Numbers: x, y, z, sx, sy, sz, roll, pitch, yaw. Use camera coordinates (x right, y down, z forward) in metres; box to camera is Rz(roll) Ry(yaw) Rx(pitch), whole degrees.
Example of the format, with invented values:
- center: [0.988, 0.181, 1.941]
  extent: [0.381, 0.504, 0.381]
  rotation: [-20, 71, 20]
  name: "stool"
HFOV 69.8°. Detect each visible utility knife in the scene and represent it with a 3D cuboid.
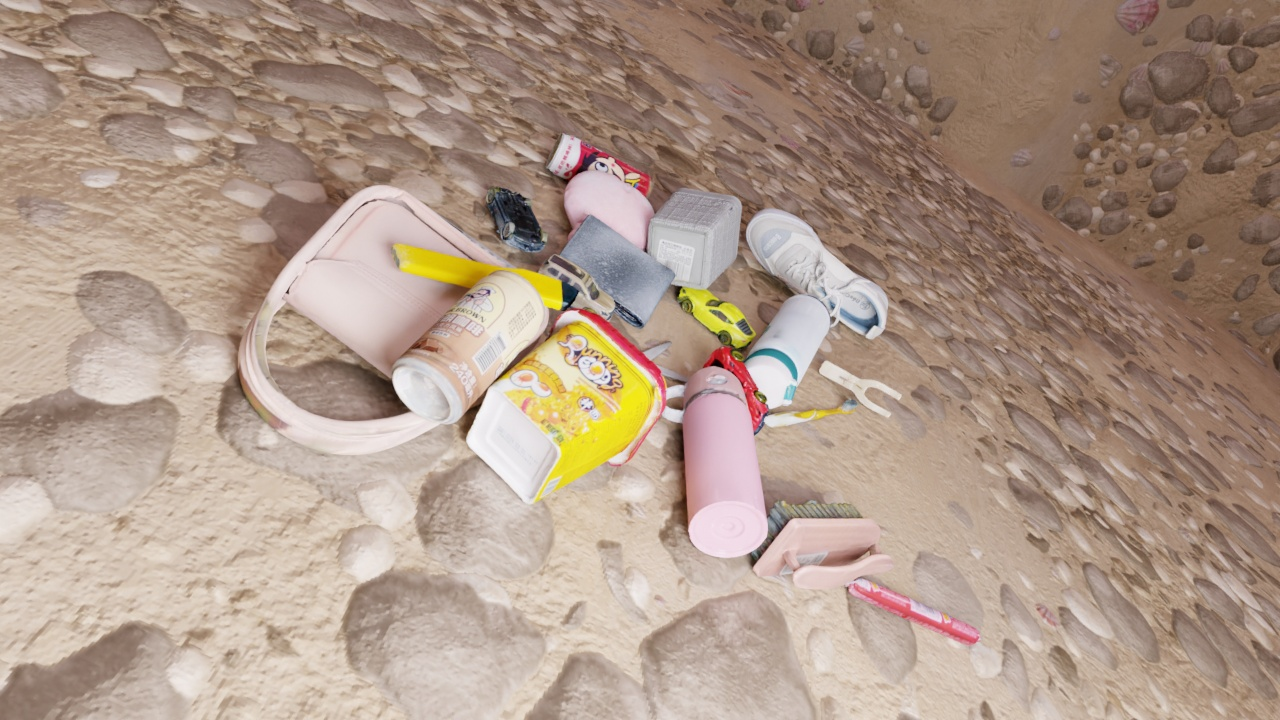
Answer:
- center: [-0.122, -0.065, 0.729]
  extent: [0.153, 0.015, 0.033]
  rotation: [13, 43, -21]
  name: "utility knife"

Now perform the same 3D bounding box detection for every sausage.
- center: [0.250, 0.229, 0.839]
  extent: [0.156, 0.020, 0.020]
  rotation: [26, 31, -14]
  name: "sausage"

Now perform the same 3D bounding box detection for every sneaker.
- center: [0.242, -0.111, 1.261]
  extent: [0.242, 0.090, 0.090]
  rotation: [34, 34, -13]
  name: "sneaker"

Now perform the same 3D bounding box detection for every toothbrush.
- center: [0.195, 0.058, 1.030]
  extent: [0.191, 0.018, 0.016]
  rotation: [-3, 45, -48]
  name: "toothbrush"

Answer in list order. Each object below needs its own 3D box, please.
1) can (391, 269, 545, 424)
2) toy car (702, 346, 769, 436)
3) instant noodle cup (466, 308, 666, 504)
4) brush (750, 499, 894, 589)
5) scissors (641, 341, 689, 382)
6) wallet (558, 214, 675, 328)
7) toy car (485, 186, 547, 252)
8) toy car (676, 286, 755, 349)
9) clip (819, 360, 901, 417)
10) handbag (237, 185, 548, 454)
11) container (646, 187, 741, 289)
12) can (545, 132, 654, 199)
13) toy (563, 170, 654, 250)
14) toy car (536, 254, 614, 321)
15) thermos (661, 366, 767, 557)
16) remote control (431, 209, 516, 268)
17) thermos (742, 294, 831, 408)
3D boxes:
- center: [-0.121, -0.011, 0.656]
  extent: [0.058, 0.059, 0.116]
  rotation: [35, 50, 1]
  name: "can"
- center: [0.095, 0.032, 0.938]
  extent: [0.031, 0.049, 0.106]
  rotation: [9, 38, -35]
  name: "toy car"
- center: [-0.061, 0.040, 0.722]
  extent: [0.116, 0.116, 0.123]
  rotation: [42, 43, 12]
  name: "instant noodle cup"
- center: [0.164, 0.164, 0.804]
  extent: [0.145, 0.063, 0.073]
  rotation: [9, 32, -42]
  name: "brush"
- center: [-0.011, 0.000, 0.917]
  extent: [0.175, 0.012, 0.162]
  rotation: [31, 29, -9]
  name: "scissors"
- center: [-0.027, -0.099, 1.004]
  extent: [0.121, 0.019, 0.097]
  rotation: [36, 46, -6]
  name: "wallet"
- center: [-0.135, -0.149, 0.988]
  extent: [0.048, 0.031, 0.105]
  rotation: [10, 37, -35]
  name: "toy car"
- center: [0.090, -0.055, 1.077]
  extent: [0.105, 0.032, 0.048]
  rotation: [39, 31, 12]
  name: "toy car"
- center: [0.266, 0.033, 1.101]
  extent: [0.104, 0.035, 0.084]
  rotation: [30, 7, -9]
  name: "clip"
- center: [-0.199, -0.019, 0.705]
  extent: [0.193, 0.094, 0.233]
  rotation: [35, 38, 0]
  name: "handbag"
- center: [0.061, -0.144, 1.100]
  extent: [0.090, 0.090, 0.114]
  rotation: [12, 29, 16]
  name: "container"
- center: [-0.052, -0.240, 1.179]
  extent: [0.132, 0.053, 0.053]
  rotation: [24, 32, -17]
  name: "can"
- center: [-0.039, -0.160, 1.079]
  extent: [0.121, 0.054, 0.159]
  rotation: [27, 43, -14]
  name: "toy"
- center: [-0.065, -0.073, 0.946]
  extent: [0.090, 0.035, 0.042]
  rotation: [34, 31, -5]
  name: "toy car"
- center: [0.061, 0.082, 0.825]
  extent: [0.087, 0.067, 0.198]
  rotation: [1, 36, -2]
  name: "thermos"
- center: [-0.175, -0.105, 0.895]
  extent: [0.150, 0.021, 0.058]
  rotation: [35, 30, -1]
  name: "remote control"
- center: [0.163, -0.012, 1.054]
  extent: [0.073, 0.073, 0.223]
  rotation: [37, 30, 4]
  name: "thermos"
